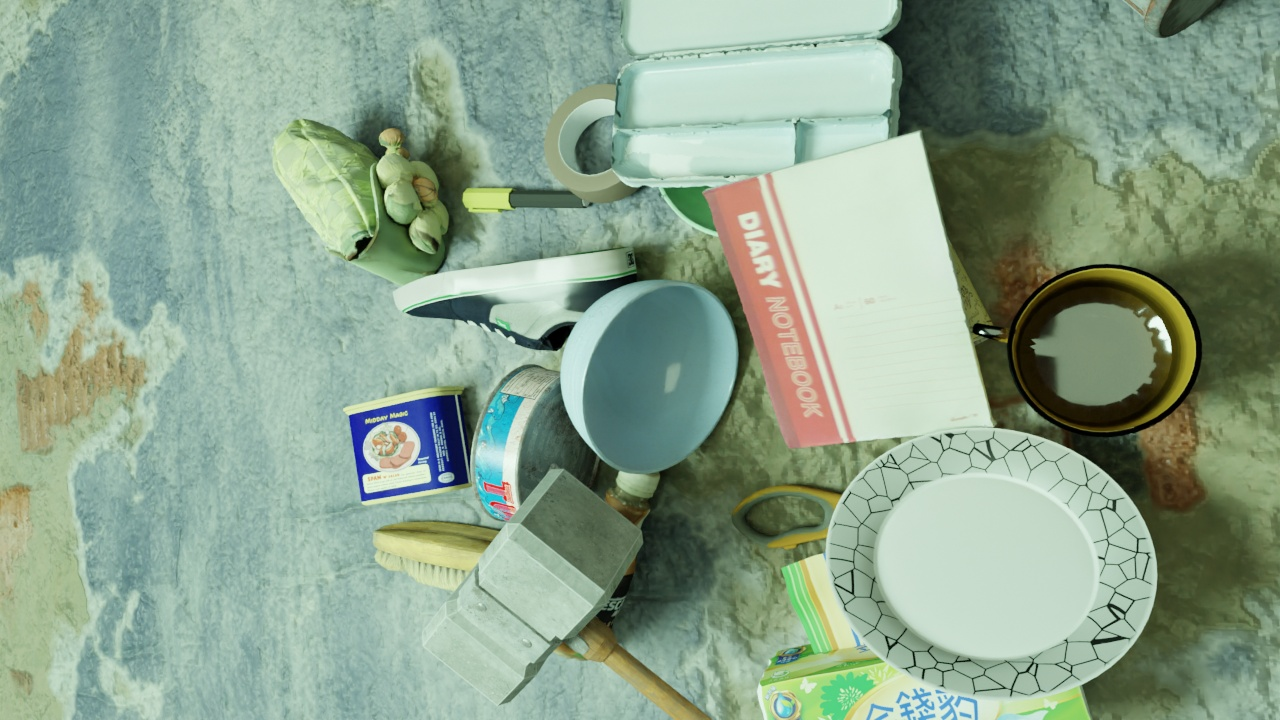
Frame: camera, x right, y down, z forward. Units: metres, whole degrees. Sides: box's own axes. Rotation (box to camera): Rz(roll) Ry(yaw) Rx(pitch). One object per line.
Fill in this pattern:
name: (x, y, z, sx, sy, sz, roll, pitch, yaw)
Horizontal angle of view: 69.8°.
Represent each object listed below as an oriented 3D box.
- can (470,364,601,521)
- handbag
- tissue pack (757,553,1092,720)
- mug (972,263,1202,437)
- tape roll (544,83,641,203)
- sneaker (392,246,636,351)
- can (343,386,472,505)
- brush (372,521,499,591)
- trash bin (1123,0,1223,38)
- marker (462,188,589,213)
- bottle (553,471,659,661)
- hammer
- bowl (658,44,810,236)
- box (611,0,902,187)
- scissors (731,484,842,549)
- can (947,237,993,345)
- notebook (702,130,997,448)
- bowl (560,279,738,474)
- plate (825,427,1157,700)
can: (-0.079, 0.070, 0.737, 0.044, 0.129, 0.130, 10, 93, 26)
handbag: (-0.248, -0.158, 0.840, 0.117, 0.113, 0.186, -41, 71, 12)
tissue pack: (0.174, 0.190, 0.607, 0.198, 0.120, 0.141, -15, 83, 8)
mug: (0.276, -0.007, 0.582, 0.124, 0.094, 0.100, 13, 94, 24)
tape roll: (-0.032, -0.181, 0.767, 0.094, 0.030, 0.093, -4, 79, 20)
sneaker: (-0.111, -0.044, 0.788, 0.236, 0.084, 0.079, -4, 100, 25)
can: (-0.212, 0.079, 0.845, 0.116, 0.056, 0.092, -12, 85, 26)
brush: (-0.162, 0.176, 0.817, 0.196, 0.059, 0.043, 3, 99, 28)
trash bin: (0.302, -0.306, 0.559, 0.131, 0.130, 0.211, -45, 69, 18)
marker: (-0.103, -0.142, 0.817, 0.124, 0.017, 0.021, 5, 91, 25)
bottle: (-0.030, 0.161, 0.750, 0.059, 0.059, 0.167, 27, 100, 24)
hammer: (0.013, 0.237, 0.657, 0.317, 0.082, 0.163, 39, 125, 1)
bowl: (0.089, -0.162, 0.689, 0.151, 0.077, 0.151, -1, 88, 26)
box: (0.077, -0.215, 0.639, 0.209, 0.037, 0.189, 2, 87, 24)
scissors: (0.179, 0.142, 0.672, 0.226, 0.016, 0.216, -11, 83, 24)
can: (0.215, -0.046, 0.645, 0.038, 0.038, 0.079, -28, 77, 23)
notebook: (0.143, -0.037, 0.632, 0.153, 0.012, 0.209, -10, 111, 30)
bowl: (-0.004, 0.004, 0.705, 0.075, 0.150, 0.150, 27, 101, 47)
plate: (0.212, 0.122, 0.571, 0.189, 0.016, 0.188, -11, 46, 12)
